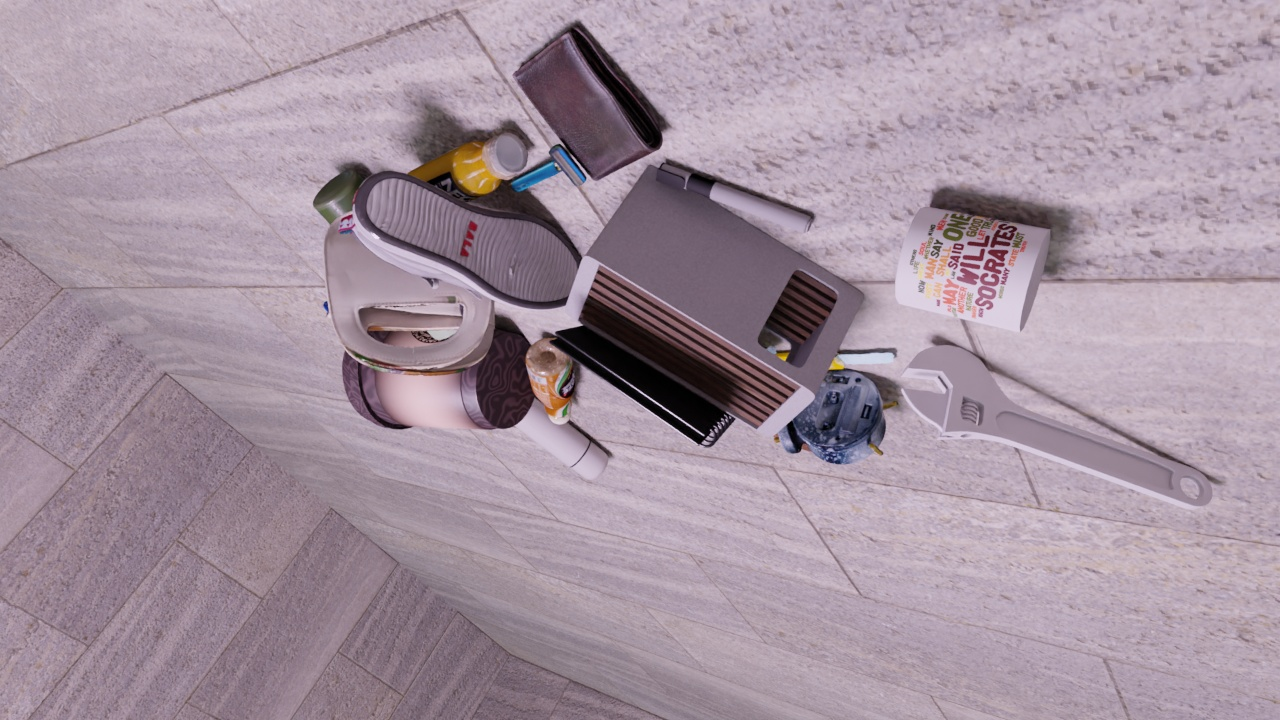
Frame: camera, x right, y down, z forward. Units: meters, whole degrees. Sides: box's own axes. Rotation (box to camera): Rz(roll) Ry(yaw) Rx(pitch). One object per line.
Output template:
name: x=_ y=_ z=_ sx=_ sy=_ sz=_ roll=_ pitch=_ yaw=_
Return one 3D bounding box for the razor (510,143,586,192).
razor: x=-0.092 y=-0.179 z=0.879 sx=0.042 sy=0.022 sz=0.144 roll=51 pitch=159 yaw=-20

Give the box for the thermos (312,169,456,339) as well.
thermos: x=-0.302 y=-0.131 z=1.134 sx=0.082 sy=0.082 sz=0.231 roll=2 pitch=141 yaw=45

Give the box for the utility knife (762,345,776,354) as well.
utility knife: x=0.114 y=0.004 z=0.963 sx=0.022 sy=0.015 sz=0.120 roll=41 pitch=152 yaw=-5

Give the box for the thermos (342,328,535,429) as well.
thermos: x=-0.269 y=0.019 z=1.261 sx=0.227 sy=0.172 sz=0.173 roll=5 pitch=143 yaw=32

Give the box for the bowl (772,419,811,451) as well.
bowl: x=0.173 y=0.081 z=1.013 sx=0.102 sy=0.026 sz=0.114 roll=32 pitch=166 yaw=-26

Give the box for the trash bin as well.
trash bin: x=0.064 y=-0.051 z=0.841 sx=0.229 sy=0.114 sz=0.115 roll=31 pitch=153 yaw=1

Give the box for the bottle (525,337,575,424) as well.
bottle: x=-0.116 y=0.035 z=1.231 sx=0.059 sy=0.059 sz=0.167 roll=24 pitch=152 yaw=15

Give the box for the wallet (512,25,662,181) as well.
wallet: x=-0.045 y=-0.215 z=0.779 sx=0.120 sy=0.031 sz=0.100 roll=49 pitch=150 yaw=-19

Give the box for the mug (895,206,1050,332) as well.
mug: x=0.249 y=-0.065 z=0.686 sx=0.090 sy=0.073 sz=0.105 roll=17 pitch=175 yaw=27

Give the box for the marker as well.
marker: x=0.080 y=-0.139 z=0.786 sx=0.140 sy=0.016 sz=0.016 roll=24 pitch=152 yaw=16

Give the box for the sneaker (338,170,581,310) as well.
sneaker: x=-0.186 y=-0.111 z=0.958 sx=0.262 sy=0.096 sz=0.129 roll=18 pitch=168 yaw=-32

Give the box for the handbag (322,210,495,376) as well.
handbag: x=-0.250 y=-0.067 z=1.022 sx=0.200 sy=0.199 sz=0.093 roll=-2 pitch=152 yaw=-12

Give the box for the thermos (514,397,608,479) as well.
thermos: x=-0.144 y=0.099 z=1.375 sx=0.224 sy=0.052 sz=0.052 roll=39 pitch=152 yaw=-14

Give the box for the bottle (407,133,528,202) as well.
bottle: x=-0.180 y=-0.188 z=0.932 sx=0.187 sy=0.053 sz=0.053 roll=-5 pitch=135 yaw=50

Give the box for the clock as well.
clock: x=0.187 y=0.056 z=0.922 sx=0.130 sy=0.090 sz=0.052 roll=9 pitch=151 yaw=32

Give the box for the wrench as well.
wrench: x=0.357 y=0.059 z=0.791 sx=0.273 sy=0.086 sz=0.018 roll=19 pitch=152 yaw=3

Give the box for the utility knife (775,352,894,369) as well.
utility knife: x=0.168 y=0.000 z=0.932 sx=0.207 sy=0.018 sz=0.030 roll=-7 pitch=143 yaw=47

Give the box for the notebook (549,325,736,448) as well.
notebook: x=0.019 y=0.014 z=0.903 sx=0.169 sy=0.019 sz=0.231 roll=34 pitch=-167 yaw=8
